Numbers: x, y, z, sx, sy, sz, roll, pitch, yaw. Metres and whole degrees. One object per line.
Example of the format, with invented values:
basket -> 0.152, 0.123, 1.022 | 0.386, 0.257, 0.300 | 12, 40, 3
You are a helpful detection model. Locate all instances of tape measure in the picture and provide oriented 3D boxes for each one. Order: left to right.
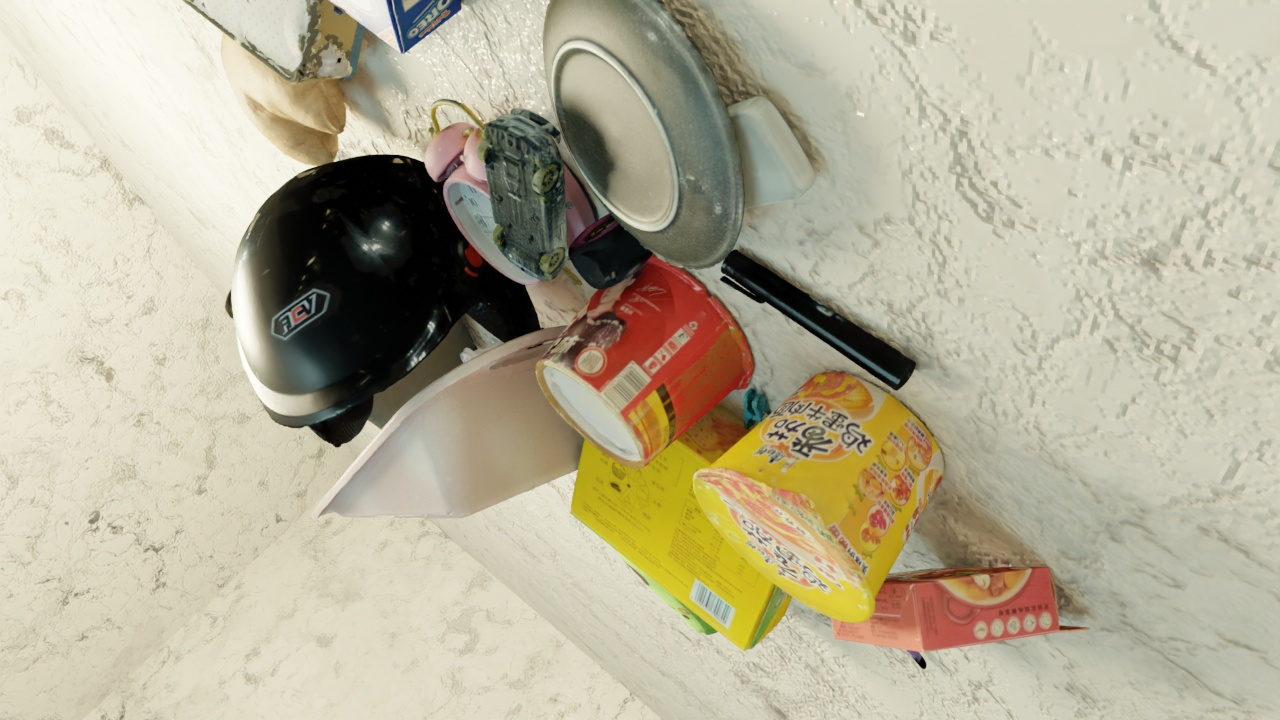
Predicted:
tape measure -> -0.018, -0.075, 0.627 | 0.039, 0.057, 0.058 | 54, 176, -21

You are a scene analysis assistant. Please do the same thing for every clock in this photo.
clock -> -0.101, -0.126, 0.679 | 0.117, 0.059, 0.158 | 17, 145, 49

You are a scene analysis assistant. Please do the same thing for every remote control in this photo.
remote control -> 0.041, -0.108, 0.507 | 0.056, 0.020, 0.136 | 54, 159, -19

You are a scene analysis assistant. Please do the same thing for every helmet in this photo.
helmet -> -0.232, -0.057, 0.786 | 0.230, 0.234, 0.274 | 59, -167, -14

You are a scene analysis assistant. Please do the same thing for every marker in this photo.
marker -> 0.103, -0.025, 0.549 | 0.132, 0.022, 0.020 | 36, -160, 21

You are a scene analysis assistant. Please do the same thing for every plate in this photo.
plate -> -0.009, -0.127, 0.514 | 0.179, 0.024, 0.180 | 44, 154, 28

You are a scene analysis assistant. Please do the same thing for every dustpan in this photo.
dustpan -> -0.156, 0.049, 0.833 | 0.274, 0.221, 0.139 | -5, 100, 41

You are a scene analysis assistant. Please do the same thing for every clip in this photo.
clip -> 0.091, 0.042, 0.707 | 0.038, 0.013, 0.055 | 30, 156, 31

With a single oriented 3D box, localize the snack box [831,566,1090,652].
snack box -> 0.210, 0.164, 0.621 | 0.113, 0.127, 0.044 | 145, 122, -68

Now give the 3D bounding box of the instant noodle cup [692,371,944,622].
instant noodle cup -> 0.121, 0.082, 0.594 | 0.138, 0.109, 0.138 | 38, 159, 18

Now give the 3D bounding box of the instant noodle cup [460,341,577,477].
instant noodle cup -> -0.109, 0.046, 1.016 | 0.173, 0.060, 0.138 | 31, 155, 28

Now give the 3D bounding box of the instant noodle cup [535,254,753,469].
instant noodle cup -> -0.004, 0.004, 0.677 | 0.138, 0.108, 0.138 | 38, 158, 18

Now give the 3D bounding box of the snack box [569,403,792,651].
snack box -> 0.045, 0.117, 0.773 | 0.210, 0.069, 0.158 | 34, 130, 27

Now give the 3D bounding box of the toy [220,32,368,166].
toy -> -0.296, -0.254, 0.782 | 0.143, 0.082, 0.226 | 48, 154, -12

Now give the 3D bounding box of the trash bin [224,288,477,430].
trash bin -> -0.316, -0.038, 1.073 | 0.199, 0.198, 0.220 | 33, 163, 31

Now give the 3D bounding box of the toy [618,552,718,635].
toy -> 0.031, 0.201, 0.977 | 0.247, 0.090, 0.227 | 54, -179, -20

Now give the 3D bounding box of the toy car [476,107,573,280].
toy car -> -0.071, -0.104, 0.592 | 0.054, 0.036, 0.121 | 31, 145, 21

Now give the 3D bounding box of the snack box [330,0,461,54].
snack box -> -0.207, -0.279, 0.589 | 0.207, 0.058, 0.057 | 38, 158, 16

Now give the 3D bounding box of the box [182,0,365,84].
box -> -0.283, -0.283, 0.678 | 0.184, 0.059, 0.090 | 41, 126, 17

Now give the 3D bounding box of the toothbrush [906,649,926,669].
toothbrush -> 0.208, 0.212, 0.813 | 0.017, 0.014, 0.189 | -14, 120, 52
